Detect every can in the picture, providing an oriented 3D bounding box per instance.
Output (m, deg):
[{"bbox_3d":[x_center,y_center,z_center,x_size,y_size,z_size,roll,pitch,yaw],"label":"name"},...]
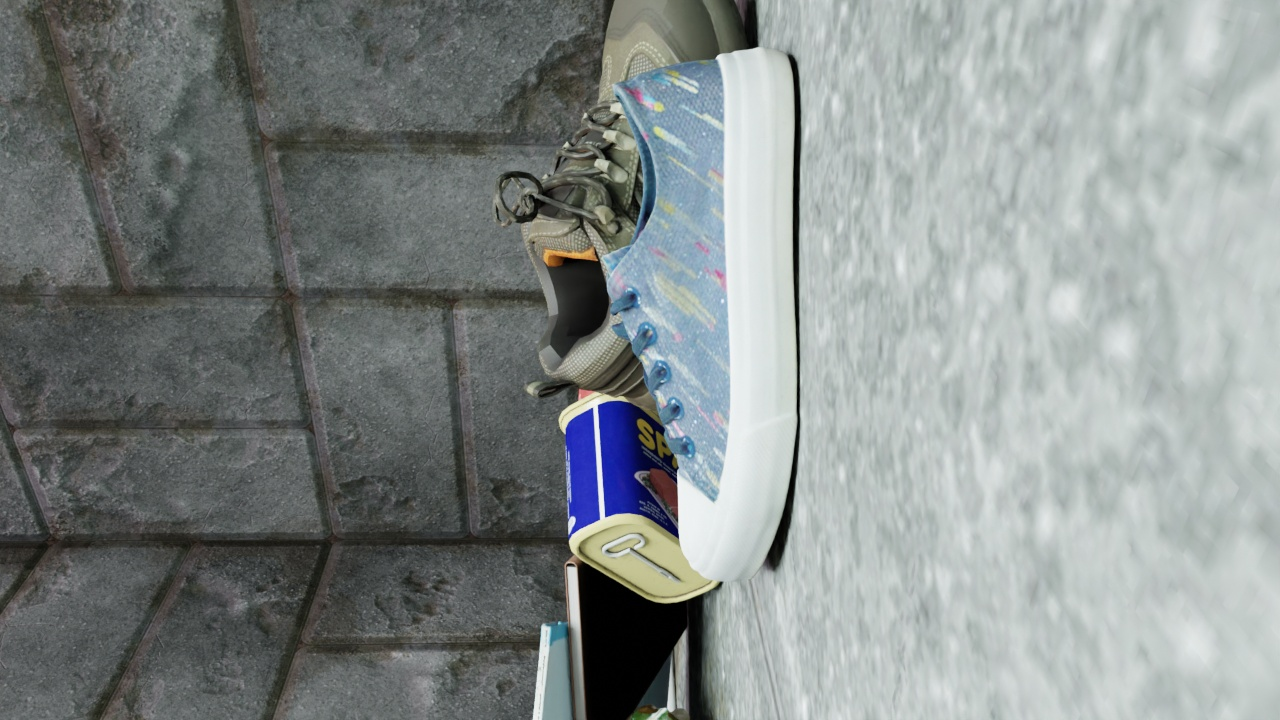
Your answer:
[{"bbox_3d":[0.001,0.087,0.571,0.116,0.057,0.092,41,-149,-40],"label":"can"}]

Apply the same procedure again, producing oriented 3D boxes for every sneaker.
[{"bbox_3d":[-0.027,-0.088,0.466,0.101,0.142,0.238,8,98,55],"label":"sneaker"},{"bbox_3d":[0.022,-0.016,0.402,0.087,0.079,0.235,-113,24,-82],"label":"sneaker"}]

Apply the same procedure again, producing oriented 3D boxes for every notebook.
[{"bbox_3d":[-0.003,0.167,0.640,0.208,0.008,0.141,-29,-61,-68],"label":"notebook"},{"bbox_3d":[-0.021,0.260,0.628,0.253,0.009,0.181,26,-112,-68],"label":"notebook"}]

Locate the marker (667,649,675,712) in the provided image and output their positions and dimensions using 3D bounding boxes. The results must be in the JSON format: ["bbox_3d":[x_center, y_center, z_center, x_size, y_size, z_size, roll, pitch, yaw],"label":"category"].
[{"bbox_3d":[0.021,0.297,0.854,0.020,0.020,0.141,96,173,-59],"label":"marker"}]

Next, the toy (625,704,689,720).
[{"bbox_3d":[0.007,0.267,0.588,0.085,0.074,0.106,-29,-53,-52],"label":"toy"}]

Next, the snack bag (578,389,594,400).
[{"bbox_3d":[-0.015,-0.025,0.881,0.041,0.077,0.225,-18,62,54],"label":"snack bag"}]
